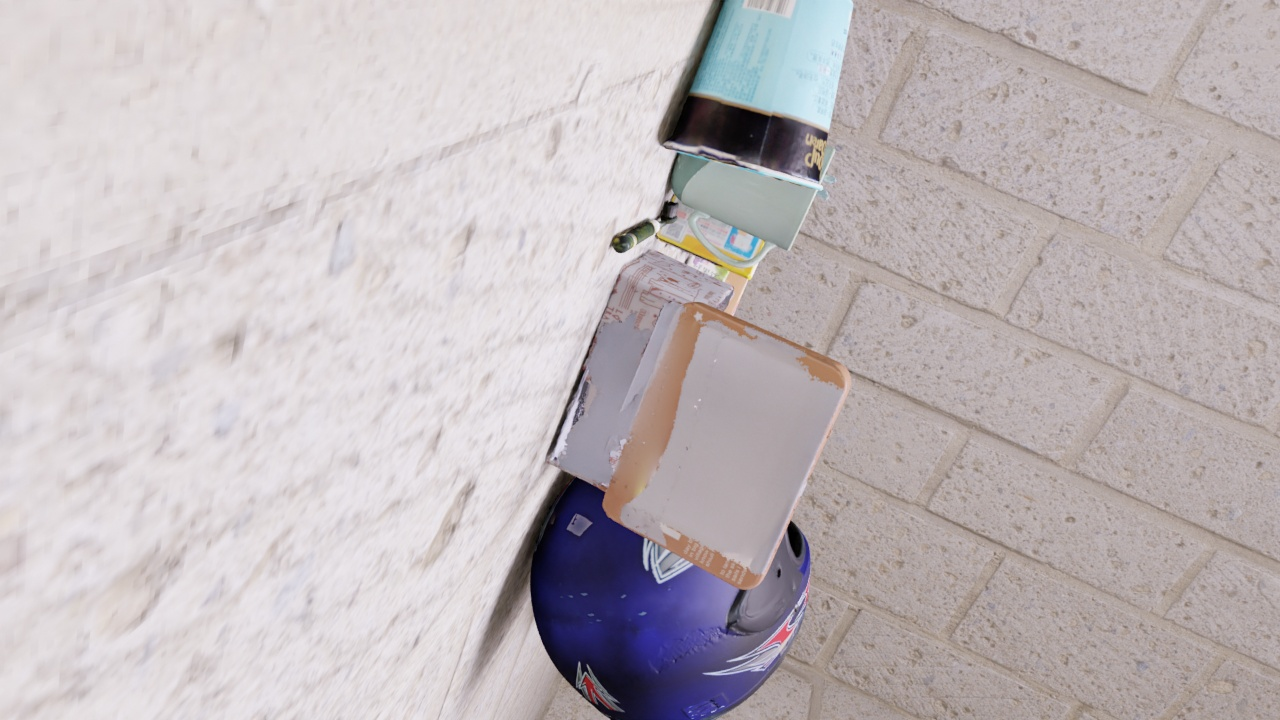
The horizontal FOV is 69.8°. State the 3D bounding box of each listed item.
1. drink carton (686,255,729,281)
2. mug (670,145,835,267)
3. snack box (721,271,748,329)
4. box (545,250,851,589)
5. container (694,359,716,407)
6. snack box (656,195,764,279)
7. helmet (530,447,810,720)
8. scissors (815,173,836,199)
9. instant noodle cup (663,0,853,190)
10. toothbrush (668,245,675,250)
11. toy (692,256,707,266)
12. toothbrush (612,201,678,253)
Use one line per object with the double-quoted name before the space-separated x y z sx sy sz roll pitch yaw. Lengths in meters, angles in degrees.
"drink carton" 0.062 -0.074 1.096 0.122 0.053 0.046 -61 177 -46
"mug" 0.079 -0.131 0.710 0.082 0.106 0.112 -41 155 -79
"snack box" 0.090 -0.081 1.211 0.095 0.077 0.092 106 10 -59
"box" 0.046 0.032 0.722 0.157 0.217 0.181 -19 132 -66
"container" 0.061 0.027 1.366 0.110 0.090 0.090 -61 174 -19
"snack box" 0.081 -0.148 0.767 0.033 0.087 0.140 -11 125 -82
"helmet" 0.036 0.185 0.895 0.314 0.248 0.240 -34 120 -48
"scissors" 0.106 -0.161 0.797 0.072 0.137 0.017 -54 149 -1
"instant noodle cup" 0.084 -0.183 0.598 0.111 0.111 0.120 -44 150 -76
"toothbrush" 0.055 -0.141 0.930 0.179 0.016 0.016 -56 167 -61
"toy" 0.079 -0.143 1.037 0.108 0.039 0.084 -55 166 -80
"toothbrush" 0.007 -0.099 0.668 0.185 0.012 0.017 -50 158 -70
